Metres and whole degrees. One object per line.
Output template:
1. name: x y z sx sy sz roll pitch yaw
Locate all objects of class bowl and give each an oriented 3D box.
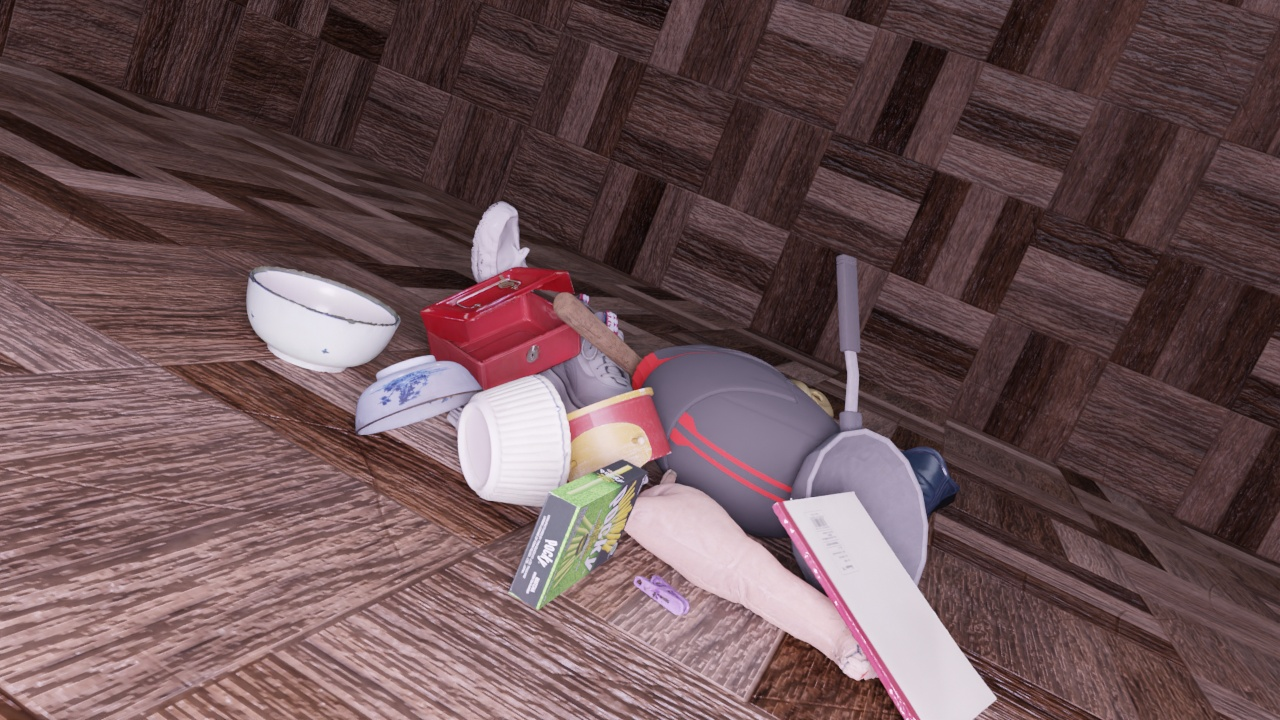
1. bowl: -0.113 0.071 0.783 0.062 0.115 0.115 -3 23 -32
2. bowl: -0.334 -0.037 0.950 0.153 0.073 0.153 22 11 -5
3. bowl: -0.198 0.025 0.803 0.114 0.045 0.114 -19 -5 -2

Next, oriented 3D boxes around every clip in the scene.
1. clip: 0.020 0.184 0.730 0.052 0.014 0.042 23 7 21

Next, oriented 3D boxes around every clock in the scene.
1. clock: -0.029 0.086 0.874 0.117 0.081 0.159 -21 -7 1

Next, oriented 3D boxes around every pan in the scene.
1. pan: 0.205 0.069 0.899 0.178 0.356 0.041 10 -16 -36

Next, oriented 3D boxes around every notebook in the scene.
1. notebook: 0.199 0.199 0.745 0.152 0.012 0.208 5 47 -53

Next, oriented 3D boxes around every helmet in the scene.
1. helmet: 0.108 0.090 0.963 0.264 0.164 0.169 29 15 -5

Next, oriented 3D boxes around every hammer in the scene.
1. hammer: -0.006 0.006 1.080 0.321 0.040 0.129 42 21 -50

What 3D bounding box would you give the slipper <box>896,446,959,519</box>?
1. slipper: 0.353 0.147 1.190 0.109 0.083 0.265 30 20 31

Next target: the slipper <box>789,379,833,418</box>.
1. slipper: 0.210 0.086 1.235 0.079 0.111 0.261 29 6 2

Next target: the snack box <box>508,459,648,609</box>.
1. snack box: -0.043 0.127 0.697 0.025 0.080 0.147 25 11 16

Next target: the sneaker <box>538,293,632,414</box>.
1. sneaker: -0.049 0.009 1.166 0.096 0.129 0.263 13 17 -31

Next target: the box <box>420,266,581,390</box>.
1. box: -0.167 -0.038 1.115 0.157 0.112 0.135 -29 31 -32

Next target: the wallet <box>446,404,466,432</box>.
1. wallet: -0.140 0.065 0.939 0.118 0.037 0.115 17 11 -44

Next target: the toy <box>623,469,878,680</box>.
1. toy: 0.107 0.179 0.801 0.264 0.065 0.195 26 16 11

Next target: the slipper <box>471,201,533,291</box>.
1. slipper: -0.177 -0.103 1.238 0.075 0.247 0.112 9 44 11
